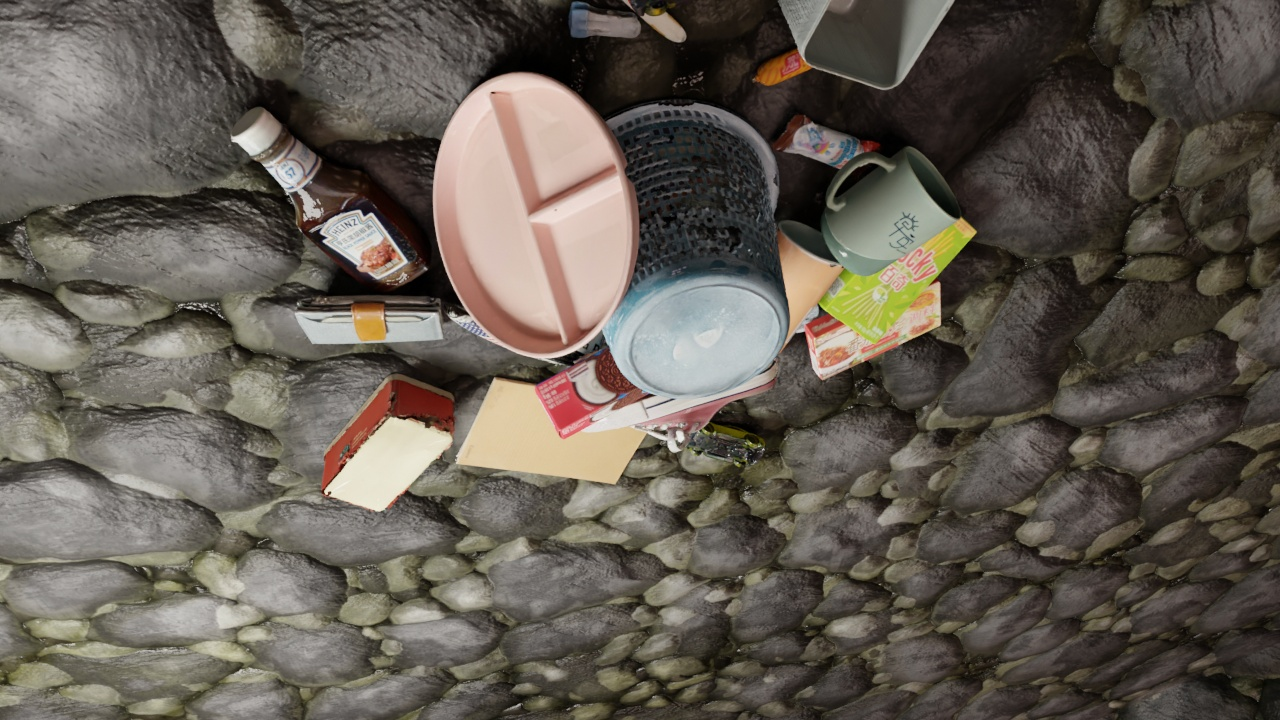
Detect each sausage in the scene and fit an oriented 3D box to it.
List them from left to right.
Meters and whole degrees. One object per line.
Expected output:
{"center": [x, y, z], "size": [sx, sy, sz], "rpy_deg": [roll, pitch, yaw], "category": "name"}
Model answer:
{"center": [0.171, -0.270, 0.772], "size": [0.165, 0.021, 0.021], "rpy_deg": [-22, 137, 10], "category": "sausage"}

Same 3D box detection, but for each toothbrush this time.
{"center": [-0.032, -0.300, 0.699], "size": [0.191, 0.018, 0.016], "rpy_deg": [26, 127, -37], "category": "toothbrush"}

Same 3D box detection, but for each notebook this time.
{"center": [-0.098, 0.087, 1.102], "size": [0.211, 0.012, 0.150], "rpy_deg": [11, 132, -24], "category": "notebook"}

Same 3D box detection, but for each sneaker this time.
{"center": [0.041, 0.051, 1.030], "size": [0.241, 0.118, 0.088], "rpy_deg": [-15, 118, -5], "category": "sneaker"}

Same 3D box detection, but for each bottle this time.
{"center": [-0.267, -0.137, 0.796], "size": [0.080, 0.044, 0.195], "rpy_deg": [-24, 136, 18], "category": "bottle"}

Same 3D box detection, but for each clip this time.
{"center": [-0.028, -0.268, 0.729], "size": [0.057, 0.035, 0.025], "rpy_deg": [1, 134, -14], "category": "clip"}

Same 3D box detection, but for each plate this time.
{"center": [-0.088, -0.116, 0.753], "size": [0.028, 0.229, 0.230], "rpy_deg": [-19, 152, -49], "category": "plate"}

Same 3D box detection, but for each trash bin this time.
{"center": [0.036, -0.082, 0.815], "size": [0.226, 0.194, 0.227], "rpy_deg": [-7, 138, -6], "category": "trash bin"}

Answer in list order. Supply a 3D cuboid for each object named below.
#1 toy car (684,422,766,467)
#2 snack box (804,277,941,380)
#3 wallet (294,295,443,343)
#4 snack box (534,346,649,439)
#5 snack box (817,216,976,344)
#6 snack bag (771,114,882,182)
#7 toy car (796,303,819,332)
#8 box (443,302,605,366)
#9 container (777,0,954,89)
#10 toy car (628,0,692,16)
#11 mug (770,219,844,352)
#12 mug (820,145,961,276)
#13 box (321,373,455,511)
{"center": [0.105, 0.101, 1.149], "size": [0.105, 0.032, 0.048], "rpy_deg": [14, 133, -11], "category": "toy car"}
{"center": [0.259, -0.039, 1.019], "size": [0.153, 0.025, 0.075], "rpy_deg": [-24, 138, -2], "category": "snack box"}
{"center": [-0.257, -0.035, 0.884], "size": [0.129, 0.037, 0.107], "rpy_deg": [-2, 169, -10], "category": "wallet"}
{"center": [-0.006, 0.006, 0.951], "size": [0.207, 0.058, 0.057], "rpy_deg": [-28, 167, -7], "category": "snack box"}
{"center": [0.262, -0.098, 0.942], "size": [0.085, 0.026, 0.156], "rpy_deg": [30, 108, -31], "category": "snack box"}
{"center": [0.173, -0.198, 0.846], "size": [0.105, 0.026, 0.045], "rpy_deg": [12, 145, -26], "category": "snack bag"}
{"center": [0.142, -0.050, 0.995], "size": [0.105, 0.031, 0.049], "rpy_deg": [0, 135, -11], "category": "toy car"}
{"center": [-0.119, -0.041, 0.937], "size": [0.162, 0.075, 0.087], "rpy_deg": [21, 158, -35], "category": "box"}
{"center": [0.160, -0.280, 0.689], "size": [0.090, 0.114, 0.090], "rpy_deg": [10, 133, -23], "category": "container"}
{"center": [0.038, -0.300, 0.700], "size": [0.106, 0.031, 0.049], "rpy_deg": [-20, 137, -7], "category": "toy car"}
{"center": [0.145, -0.069, 0.925], "size": [0.078, 0.078, 0.123], "rpy_deg": [13, 122, -25], "category": "mug"}
{"center": [0.220, -0.143, 0.854], "size": [0.111, 0.082, 0.107], "rpy_deg": [34, 130, -28], "category": "mug"}
{"center": [-0.280, 0.102, 1.023], "size": [0.091, 0.078, 0.169], "rpy_deg": [25, 127, -33], "category": "box"}
